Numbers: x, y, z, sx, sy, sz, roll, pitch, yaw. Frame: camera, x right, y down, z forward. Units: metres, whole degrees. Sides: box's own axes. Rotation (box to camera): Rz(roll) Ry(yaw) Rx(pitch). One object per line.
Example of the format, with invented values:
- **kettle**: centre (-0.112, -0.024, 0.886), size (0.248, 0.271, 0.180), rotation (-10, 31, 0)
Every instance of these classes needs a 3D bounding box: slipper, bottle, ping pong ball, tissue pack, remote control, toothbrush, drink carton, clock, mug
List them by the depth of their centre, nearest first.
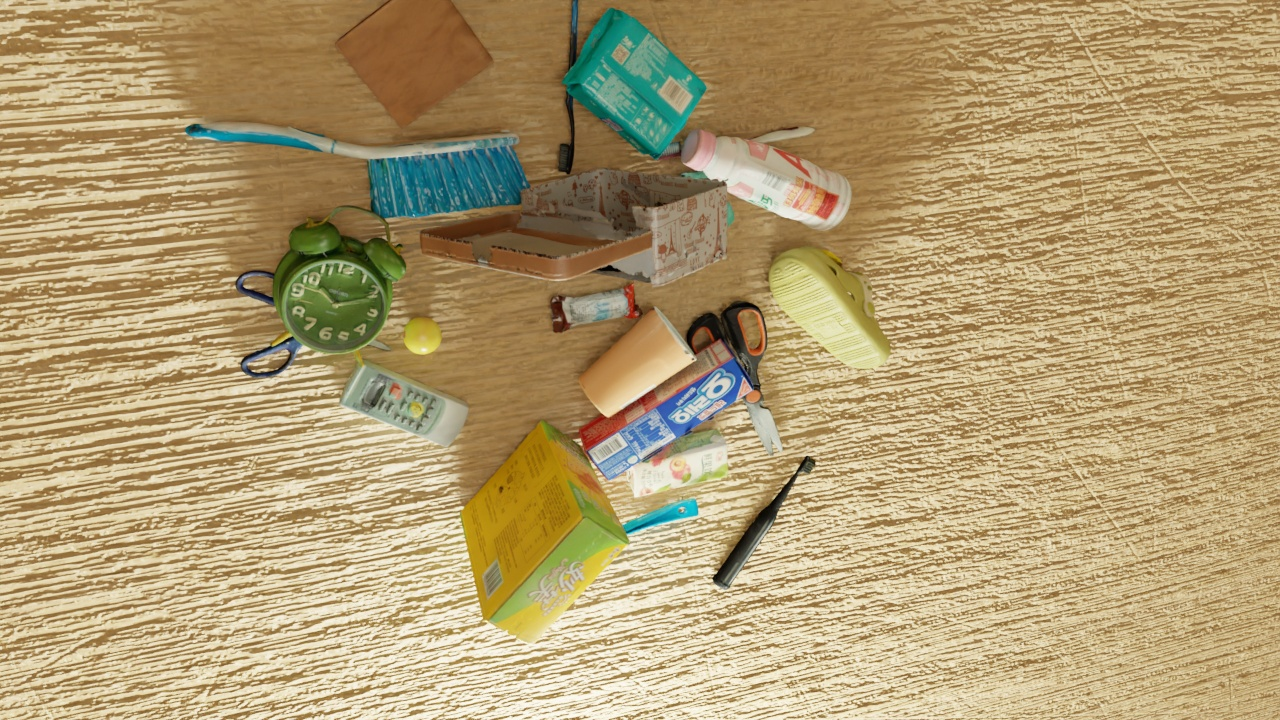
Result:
- **clock**: centre (-0.299, -0.077, 0.911), size (0.116, 0.056, 0.161), rotation (15, 109, -26)
- **tissue pack**: centre (-0.006, -0.280, 0.933), size (0.133, 0.050, 0.093), rotation (36, 89, -28)
- **toothbrush**: centre (-0.073, -0.285, 0.937), size (0.016, 0.014, 0.190), rotation (7, 111, 7)
- **ping pong ball**: centre (-0.233, -0.027, 0.978), size (0.040, 0.040, 0.040), rotation (-6, 114, -15)
- **bottle**: centre (0.136, -0.200, 1.002), size (0.196, 0.068, 0.068), rotation (15, 106, -26)
- **toothbrush**: centre (0.105, -0.243, 1.010), size (0.187, 0.016, 0.017), rotation (-12, 105, -12)
- **remote control**: centre (-0.259, 0.049, 1.013), size (0.135, 0.019, 0.056), rotation (27, 102, -25)
- **mug**: centre (-0.006, 0.006, 1.048), size (0.123, 0.078, 0.078), rotation (-39, 118, 6)
- **slipper**: centre (0.232, -0.071, 1.095), size (0.190, 0.092, 0.081), rotation (45, 56, -20)
- **drink carton**: centre (0.044, 0.124, 1.127), size (0.122, 0.045, 0.054), rotation (-12, 120, -12)
- **toothbrush**: centre (0.165, 0.214, 1.215), size (0.027, 0.026, 0.213), rotation (32, 99, -14)

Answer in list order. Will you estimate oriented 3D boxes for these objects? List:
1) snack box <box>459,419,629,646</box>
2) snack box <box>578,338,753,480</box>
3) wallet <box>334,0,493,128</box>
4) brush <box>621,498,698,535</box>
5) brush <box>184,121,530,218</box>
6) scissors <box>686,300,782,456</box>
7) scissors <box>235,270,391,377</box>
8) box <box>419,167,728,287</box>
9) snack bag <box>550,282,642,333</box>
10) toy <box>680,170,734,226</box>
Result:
- **snack box**: centre (-0.113, 0.182, 1.009), size (0.070, 0.210, 0.158), rotation (38, 97, -28)
- **snack box**: centre (0.030, 0.057, 1.077), size (0.207, 0.058, 0.057), rotation (-33, 118, 5)
- **wallet**: centre (-0.217, -0.297, 0.883), size (0.115, 0.020, 0.101), rotation (-35, 119, 2)
- **brush**: centre (-0.046, 0.220, 1.147), size (0.254, 0.046, 0.083), rotation (-16, 112, -15)
- **brush**: centre (-0.266, -0.190, 0.896), size (0.314, 0.060, 0.109), rotation (-9, 109, -11)
- **scissors**: centre (0.119, 0.034, 1.132), size (0.148, 0.021, 0.235), rotation (-4, 118, -8)
- **scissors**: centre (-0.346, -0.037, 0.954), size (0.174, 0.012, 0.162), rotation (-42, 119, 0)
- **box**: centre (-0.055, -0.118, 0.862), size (0.258, 0.177, 0.082), rotation (-27, 122, -48)
- **snack bag**: centre (-0.049, -0.059, 1.031), size (0.105, 0.026, 0.045), rotation (-11, 118, -12)
- **toy**: centre (0.070, -0.176, 1.019), size (0.092, 0.030, 0.096), rotation (36, 87, -29)
